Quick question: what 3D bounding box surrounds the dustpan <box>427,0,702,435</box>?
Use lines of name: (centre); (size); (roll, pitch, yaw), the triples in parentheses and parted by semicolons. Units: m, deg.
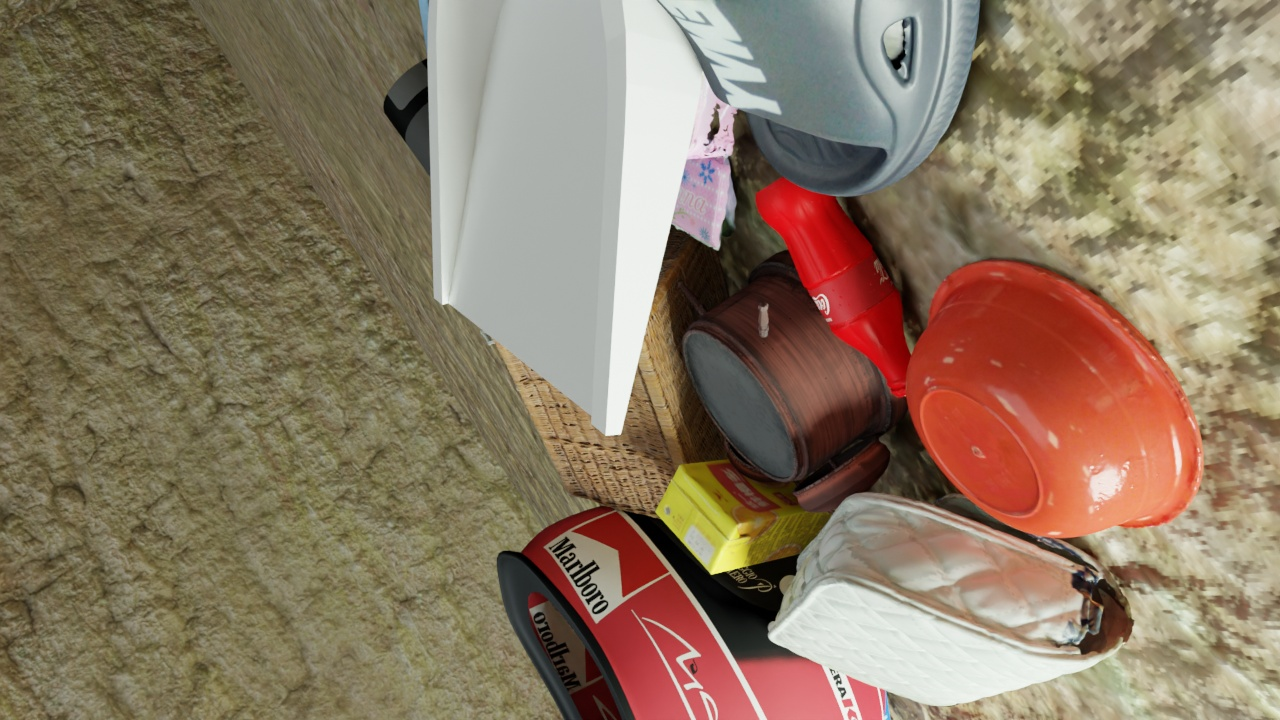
dustpan: (-0.057, -0.120, 0.441); (0.191, 0.053, 0.258); (34, 117, 46)

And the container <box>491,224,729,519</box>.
container: (-0.003, 0.003, 0.607); (0.114, 0.112, 0.199); (9, 137, 29)

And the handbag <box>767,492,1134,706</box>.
handbag: (0.153, 0.132, 0.497); (0.139, 0.072, 0.195); (20, 156, 7)

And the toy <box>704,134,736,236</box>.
toy: (0.023, -0.111, 0.518); (0.099, 0.036, 0.080); (50, 173, 35)

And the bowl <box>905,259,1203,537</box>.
bowl: (0.154, 0.025, 0.376); (0.130, 0.045, 0.131); (51, 163, 21)

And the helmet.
helmet: (0.054, 0.210, 0.666); (0.271, 0.224, 0.198); (56, 151, 27)

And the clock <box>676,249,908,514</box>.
clock: (0.086, 0.020, 0.514); (0.120, 0.072, 0.158); (25, 145, 62)

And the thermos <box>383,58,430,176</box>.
thermos: (-0.122, -0.146, 0.783); (0.240, 0.082, 0.082); (54, 164, 10)

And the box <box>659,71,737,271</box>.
box: (-0.029, -0.143, 0.504); (0.230, 0.035, 0.159); (40, 134, 46)

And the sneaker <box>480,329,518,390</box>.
sneaker: (-0.113, -0.007, 1.011); (0.242, 0.090, 0.089); (61, 163, -17)

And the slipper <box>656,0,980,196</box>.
slipper: (0.047, -0.149, 0.292); (0.110, 0.083, 0.268); (43, 158, 34)

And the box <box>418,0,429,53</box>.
box: (-0.138, -0.264, 0.634); (0.210, 0.059, 0.068); (125, 128, -73)

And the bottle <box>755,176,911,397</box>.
bottle: (0.098, -0.036, 0.434); (0.119, 0.036, 0.036); (58, 164, -5)

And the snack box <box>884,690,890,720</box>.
snack box: (0.171, 0.258, 0.797); (0.088, 0.033, 0.154); (41, 158, 47)

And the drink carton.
drink carton: (0.078, 0.092, 0.574); (0.058, 0.134, 0.043); (44, 120, 37)
